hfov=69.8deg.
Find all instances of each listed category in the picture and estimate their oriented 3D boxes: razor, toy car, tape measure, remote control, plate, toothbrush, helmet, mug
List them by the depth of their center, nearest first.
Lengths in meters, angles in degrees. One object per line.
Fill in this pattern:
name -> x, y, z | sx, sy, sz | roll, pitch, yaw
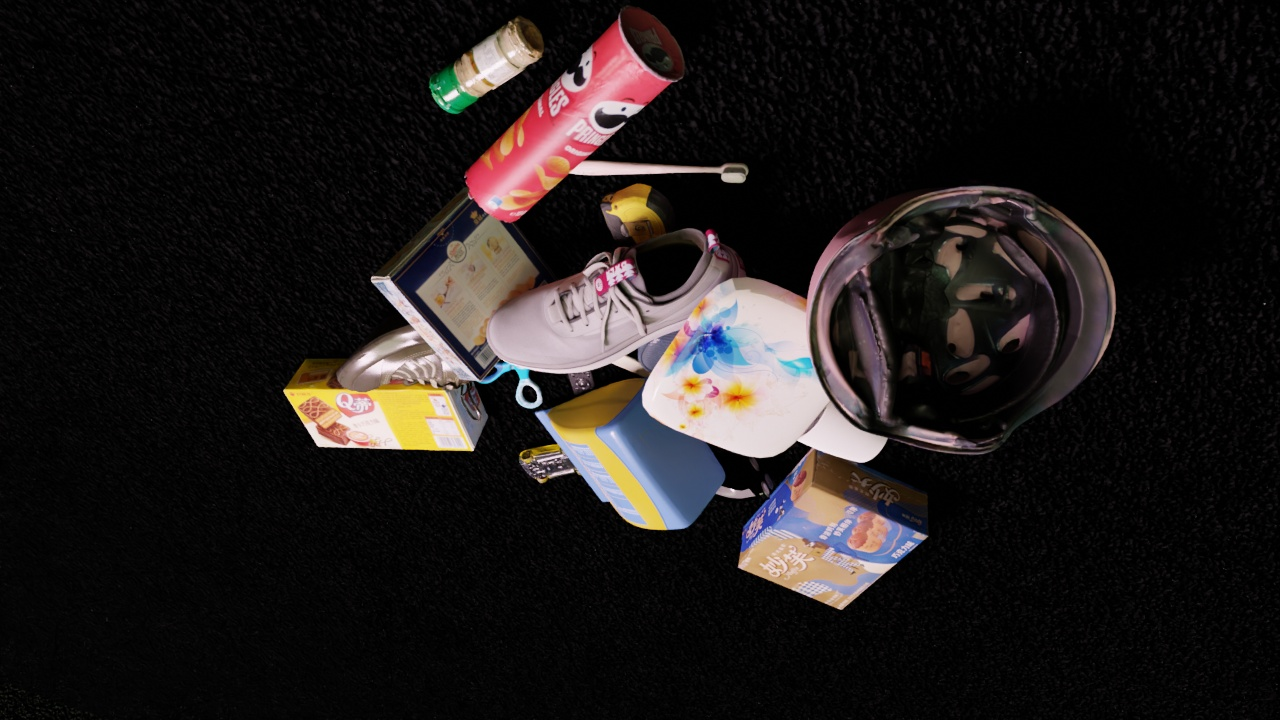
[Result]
helmet -> 0.268, -0.044, 0.812 | 0.255, 0.152, 0.230 | -9, 105, 2
toothbrush -> 0.011, -0.180, 0.869 | 0.181, 0.018, 0.016 | 5, 133, 14
tape measure -> 0.000, -0.138, 0.897 | 0.064, 0.037, 0.066 | -6, 131, 23
plate -> 0.113, 0.017, 0.903 | 0.187, 0.016, 0.187 | 22, 119, -23
mug -> 0.210, 0.065, 1.013 | 0.087, 0.081, 0.114 | 25, 167, -19
remote control -> -0.064, 0.044, 1.113 | 0.030, 0.009, 0.140 | 1, 133, 16
razor -> 0.084, 0.145, 1.139 | 0.156, 0.057, 0.060 | 0, 101, 16
toy car -> -0.108, 0.129, 1.193 | 0.107, 0.030, 0.049 | -12, 127, 24

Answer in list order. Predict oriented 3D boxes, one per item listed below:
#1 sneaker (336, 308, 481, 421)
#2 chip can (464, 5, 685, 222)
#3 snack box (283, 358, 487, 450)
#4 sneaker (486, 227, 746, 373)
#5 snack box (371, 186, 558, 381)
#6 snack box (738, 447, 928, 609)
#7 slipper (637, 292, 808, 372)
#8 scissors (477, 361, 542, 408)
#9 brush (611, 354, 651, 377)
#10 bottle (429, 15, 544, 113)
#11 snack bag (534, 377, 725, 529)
sneaker -> -0.227, -0.002, 1.055 | 0.239, 0.100, 0.143 | -26, 115, 28
chip can -> -0.066, -0.212, 0.822 | 0.073, 0.073, 0.234 | 40, 132, -21
snack box -> -0.321, 0.055, 1.164 | 0.230, 0.061, 0.110 | 0, 133, 17
sneaker -> -0.031, -0.061, 0.872 | 0.263, 0.096, 0.129 | -17, 164, 7
snack box -> -0.171, -0.079, 0.932 | 0.043, 0.144, 0.145 | 7, 141, 51
snack box -> 0.235, 0.212, 1.143 | 0.155, 0.069, 0.203 | 24, 135, -6
slipper -> 0.118, -0.007, 0.942 | 0.264, 0.082, 0.101 | -11, 145, 21
scissors -> -0.156, 0.003, 1.100 | 0.114, 0.013, 0.141 | 18, 138, 2
brush -> -0.006, 0.006, 1.058 | 0.217, 0.012, 0.033 | 24, 135, -5
bottle -> -0.137, -0.262, 0.815 | 0.111, 0.043, 0.043 | -22, 124, 32
snack bag -> -0.025, 0.111, 1.080 | 0.206, 0.102, 0.159 | -10, 121, 51
